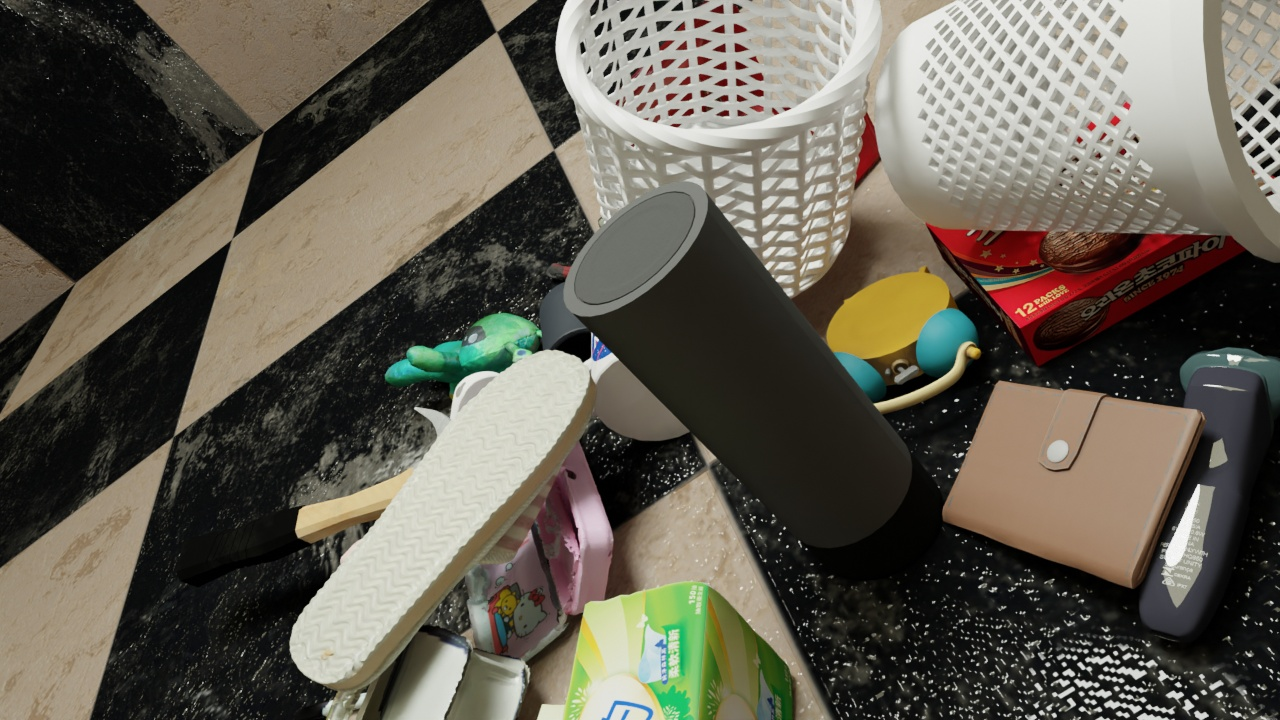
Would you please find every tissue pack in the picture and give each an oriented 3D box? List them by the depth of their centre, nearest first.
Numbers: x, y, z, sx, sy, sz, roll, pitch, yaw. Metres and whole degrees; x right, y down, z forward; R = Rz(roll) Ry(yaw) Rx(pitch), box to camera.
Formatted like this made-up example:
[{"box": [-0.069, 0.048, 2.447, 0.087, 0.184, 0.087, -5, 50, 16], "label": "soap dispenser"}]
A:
[{"box": [-0.011, 0.224, 0.443, 0.142, 0.120, 0.197, -18, 34, 27], "label": "tissue pack"}]

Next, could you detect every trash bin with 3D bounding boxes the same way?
[{"box": [0.247, -0.145, 0.491, 0.195, 0.195, 0.200, -54, 27, -19], "label": "trash bin"}]

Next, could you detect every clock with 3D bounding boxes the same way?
[{"box": [0.166, -0.013, 0.598, 0.099, 0.044, 0.129, -23, 31, 23], "label": "clock"}]

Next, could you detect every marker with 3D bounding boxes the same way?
[{"box": [-0.203, 0.251, 0.680, 0.152, 0.011, 0.011, -22, 38, 25], "label": "marker"}]

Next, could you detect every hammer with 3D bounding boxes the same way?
[{"box": [-0.264, 0.132, 0.759, 0.329, 0.039, 0.131, -20, 52, 25], "label": "hammer"}]

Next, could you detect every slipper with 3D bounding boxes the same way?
[{"box": [-0.119, 0.101, 0.605, 0.115, 0.052, 0.262, 13, 56, 43], "label": "slipper"}]

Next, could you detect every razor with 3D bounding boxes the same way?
[{"box": [0.260, 0.060, 0.421, 0.047, 0.052, 0.142, 9, 62, 44], "label": "razor"}]

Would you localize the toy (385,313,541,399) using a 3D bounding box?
[{"box": [-0.157, -0.001, 0.871, 0.194, 0.072, 0.130, -13, 7, 35], "label": "toy"}]

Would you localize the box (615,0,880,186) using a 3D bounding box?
[{"box": [0.094, -0.182, 0.778, 0.170, 0.156, 0.156, 31, 75, 35], "label": "box"}]

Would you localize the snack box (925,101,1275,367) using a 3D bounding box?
[{"box": [0.279, -0.085, 0.573, 0.152, 0.036, 0.132, -32, 35, 12], "label": "snack box"}]

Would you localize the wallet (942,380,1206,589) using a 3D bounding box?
[{"box": [0.210, 0.056, 0.460, 0.087, 0.013, 0.121, -66, 24, -5], "label": "wallet"}]

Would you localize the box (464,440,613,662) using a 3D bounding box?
[{"box": [-0.077, 0.120, 0.682, 0.154, 0.066, 0.201, -60, 29, 21], "label": "box"}]

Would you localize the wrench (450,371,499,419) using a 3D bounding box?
[{"box": [-0.194, 0.125, 0.776, 0.273, 0.066, 0.018, -53, 36, -11], "label": "wrench"}]

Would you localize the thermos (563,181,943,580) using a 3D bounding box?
[{"box": [0.068, 0.022, 0.479, 0.082, 0.240, 0.082, -30, 34, 23], "label": "thermos"}]

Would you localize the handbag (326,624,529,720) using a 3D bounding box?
[{"box": [-0.168, 0.241, 0.590, 0.176, 0.074, 0.151, -4, 57, 49], "label": "handbag"}]

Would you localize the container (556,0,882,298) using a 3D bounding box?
[{"box": [0.055, -0.155, 0.613, 0.189, 0.187, 0.189, -3, 62, 6], "label": "container"}]

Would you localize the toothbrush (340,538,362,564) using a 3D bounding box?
[{"box": [-0.154, 0.086, 0.671, 0.181, 0.015, 0.018, -49, 52, -3], "label": "toothbrush"}]

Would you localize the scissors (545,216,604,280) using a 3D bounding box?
[{"box": [-0.028, -0.094, 0.896, 0.185, 0.015, 0.178, -19, 40, 27], "label": "scissors"}]

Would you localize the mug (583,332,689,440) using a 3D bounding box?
[{"box": [-0.004, 0.004, 0.696, 0.121, 0.091, 0.090, -28, 36, 19], "label": "mug"}]

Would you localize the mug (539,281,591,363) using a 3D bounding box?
[{"box": [-0.032, -0.023, 0.782, 0.105, 0.071, 0.077, -10, 37, -3], "label": "mug"}]
